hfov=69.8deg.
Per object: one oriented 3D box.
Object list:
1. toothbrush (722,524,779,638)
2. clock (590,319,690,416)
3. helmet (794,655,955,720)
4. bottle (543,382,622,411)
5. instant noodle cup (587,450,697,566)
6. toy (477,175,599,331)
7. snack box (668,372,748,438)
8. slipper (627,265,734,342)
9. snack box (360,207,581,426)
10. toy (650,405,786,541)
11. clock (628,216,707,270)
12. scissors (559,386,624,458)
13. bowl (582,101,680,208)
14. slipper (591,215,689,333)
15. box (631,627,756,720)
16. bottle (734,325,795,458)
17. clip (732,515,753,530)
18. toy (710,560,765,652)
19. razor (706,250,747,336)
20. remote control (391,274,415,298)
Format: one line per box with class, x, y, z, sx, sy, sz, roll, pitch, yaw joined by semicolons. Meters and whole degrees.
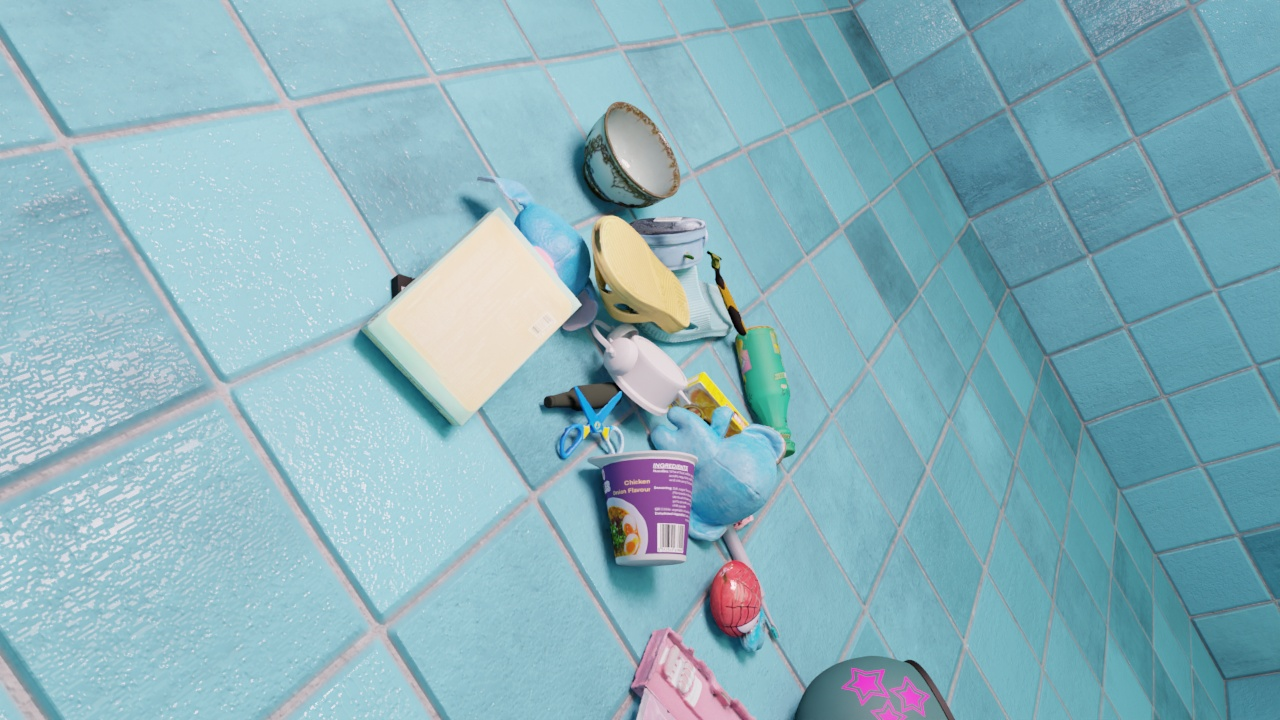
toothbrush;0.149;0.296;1.264;0.019;0.018;0.188;-22;86;-53
clock;-0.007;0.007;1.200;0.159;0.061;0.119;40;14;-12
helmet;0.299;0.519;1.155;0.177;0.200;0.274;89;-20;-60
bottle;-0.072;0.046;1.135;0.122;0.033;0.033;-4;71;-52
instant noodle cup;0.004;0.179;1.091;0.136;0.122;0.121;5;71;-20
toy;-0.134;-0.118;1.103;0.224;0.099;0.190;61;35;-20
snack box;0.103;0.089;1.291;0.152;0.075;0.025;49;36;-19
slipper;0.075;-0.087;1.380;0.275;0.070;0.116;0;71;-52
snack box;-0.176;-0.047;0.979;0.193;0.044;0.141;-47;109;-20
toy;0.094;0.140;1.238;0.180;0.183;0.115;39;-7;4
clock;0.040;-0.177;1.340;0.161;0.118;0.060;-61;149;-66
scissors;-0.056;0.081;1.125;0.125;0.013;0.126;-50;132;-33
bowl;-0.028;-0.288;1.355;0.159;0.094;0.159;30;47;-37
slipper;-0.013;-0.097;1.199;0.263;0.078;0.099;32;47;-60
box;0.068;0.444;1.048;0.232;0.040;0.178;52;32;-15
bottle;0.201;0.051;1.446;0.068;0.068;0.209;16;56;-46
clip;0.140;0.220;1.301;0.059;0.023;0.045;9;56;-50
toy;0.133;0.323;1.194;0.133;0.062;0.092;58;41;-27
razor;0.135;-0.103;1.422;0.044;0.021;0.144;-115;-179;-75
remote control;-0.219;-0.053;1.031;0.133;0.013;0.058;17;55;-45
